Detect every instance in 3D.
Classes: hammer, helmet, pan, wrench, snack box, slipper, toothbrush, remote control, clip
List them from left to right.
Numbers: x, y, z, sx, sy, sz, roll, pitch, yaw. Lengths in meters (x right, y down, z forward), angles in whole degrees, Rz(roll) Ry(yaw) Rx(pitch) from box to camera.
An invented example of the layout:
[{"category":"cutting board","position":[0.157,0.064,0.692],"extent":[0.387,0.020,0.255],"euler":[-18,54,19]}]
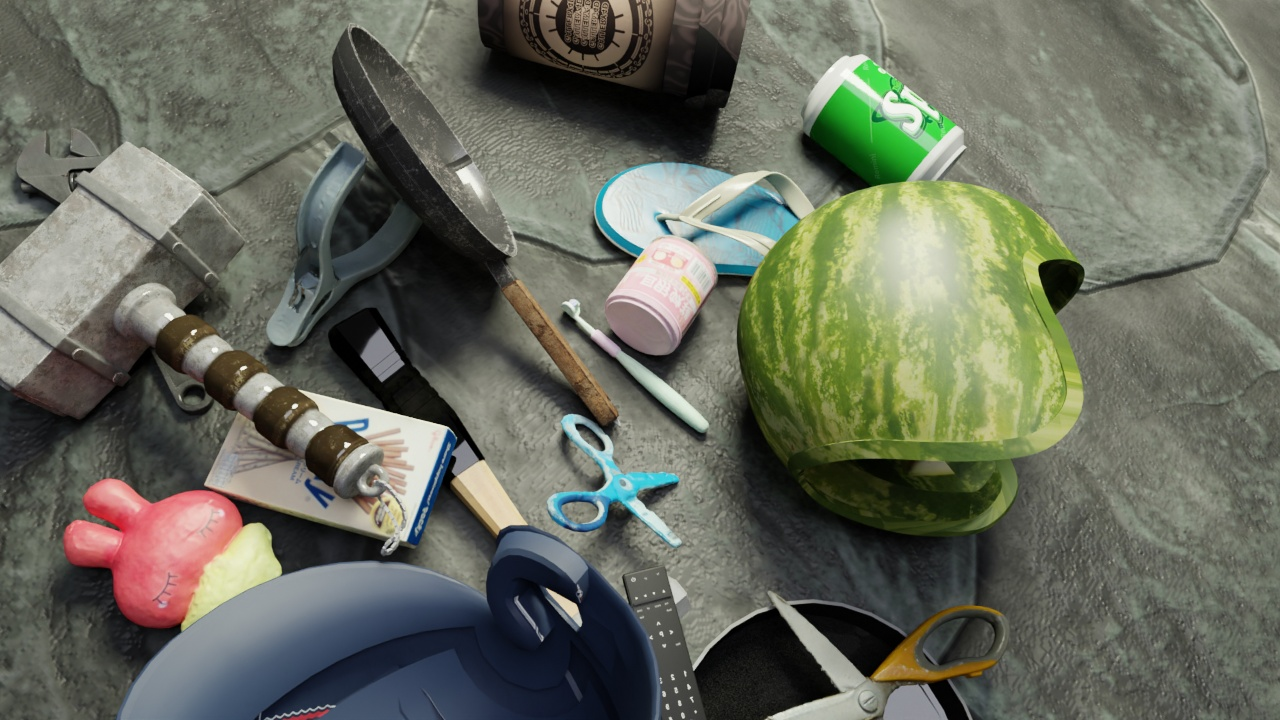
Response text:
[{"category":"wrench","position":[-0.389,-0.072,0.688],"extent":[0.073,0.018,0.273],"euler":[-29,74,-23]},{"category":"hammer","position":[-0.272,0.007,0.604],"extent":[0.326,0.079,0.176],"euler":[33,74,11]},{"category":"snack box","position":[-0.209,0.069,0.624],"extent":[0.150,0.026,0.081],"euler":[12,69,10]},{"category":"clip","position":[-0.212,-0.099,0.691],"extent":[0.032,0.165,0.165],"euler":[34,43,10]},{"category":"helmet","position":[-0.135,0.213,0.485],"extent":[0.272,0.224,0.231],"euler":[29,31,13]},{"category":"pan","position":[-0.123,-0.091,0.698],"extent":[0.040,0.207,0.357],"euler":[-32,93,6]},{"category":"hammer","position":[-0.114,0.093,0.653],"extent":[0.131,0.039,0.328],"euler":[-34,75,-24]},{"category":"toothbrush","position":[-0.004,0.004,0.735],"extent":[0.155,0.022,0.015],"euler":[42,99,9]},{"category":"remote control","position":[0.020,0.205,0.598],"extent":[0.030,0.009,0.140],"euler":[-10,72,-17]},{"category":"slipper","position":[0.109,-0.118,0.800],"extent":[0.295,0.060,0.118],"euler":[16,58,-4]},{"category":"pan","position":[0.170,0.321,0.601],"extent":[0.356,0.034,0.224],"euler":[44,63,11]},{"category":"helmet","position":[0.193,-0.015,0.675],"extent":[0.243,0.213,0.246],"euler":[7,64,13]}]

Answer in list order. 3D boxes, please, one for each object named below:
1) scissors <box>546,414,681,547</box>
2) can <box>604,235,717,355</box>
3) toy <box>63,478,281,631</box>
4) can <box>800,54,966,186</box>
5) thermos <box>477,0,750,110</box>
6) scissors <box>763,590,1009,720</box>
[{"category":"scissors","position":[-0.024,0.089,0.660],"extent":[0.134,0.011,0.139],"euler":[45,31,20]},{"category":"can","position":[0.017,-0.052,0.739],"extent":[0.067,0.067,0.076],"euler":[32,61,5]},{"category":"toy","position":[-0.299,0.124,0.589],"extent":[0.135,0.045,0.091],"euler":[29,59,-4]},{"category":"can","position":[0.226,-0.214,0.859],"extent":[0.140,0.088,0.087],"euler":[42,62,10]},{"category":"thermos","position":[-0.020,-0.328,0.824],"extent":[0.226,0.173,0.172],"euler":[10,61,-1]},{"category":"scissors","position":[0.173,0.243,0.614],"extent":[0.225,0.016,0.229],"euler":[-11,65,-18]}]
